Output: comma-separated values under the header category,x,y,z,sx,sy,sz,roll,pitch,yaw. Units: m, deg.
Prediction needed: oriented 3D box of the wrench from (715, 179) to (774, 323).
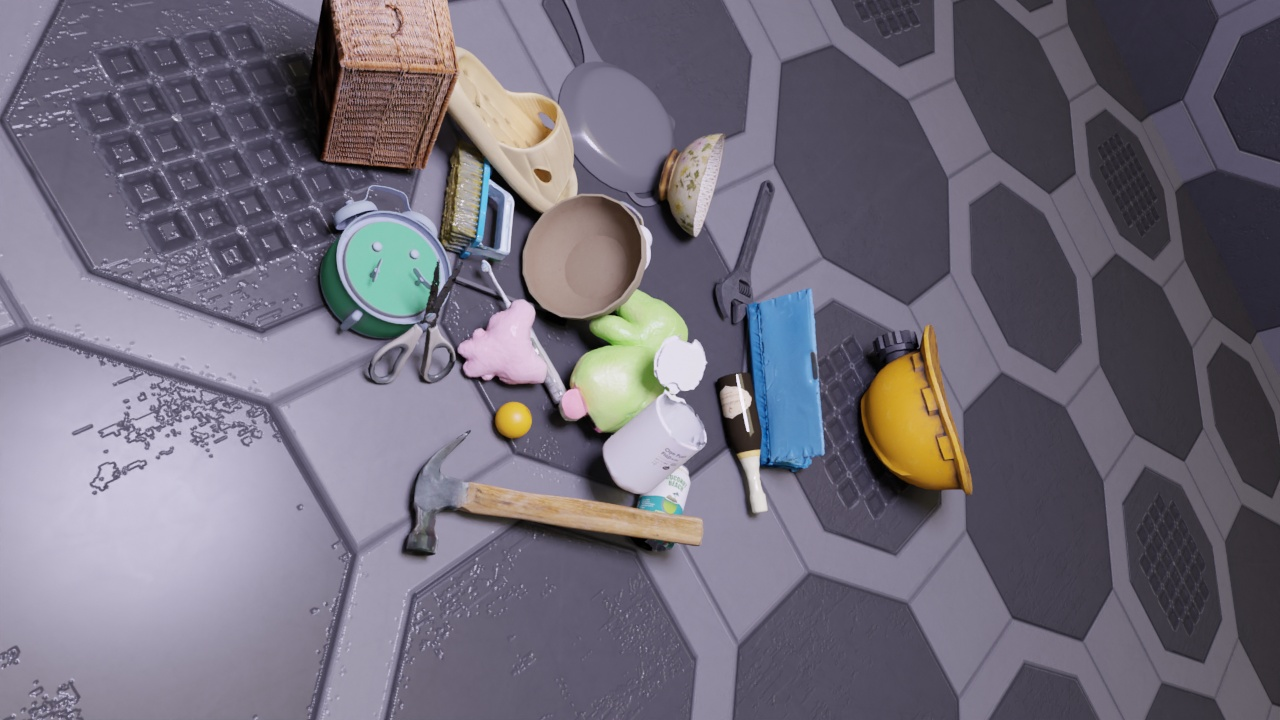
category,x,y,z,sx,sy,sz,roll,pitch,yaw
wrench,0.160,-0.166,1.341,0.073,0.018,0.272,42,52,-31

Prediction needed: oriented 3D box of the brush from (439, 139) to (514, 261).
category,x,y,z,sx,sy,sz,roll,pitch,yaw
brush,-0.184,-0.186,1.055,0.075,0.056,0.135,13,66,-29

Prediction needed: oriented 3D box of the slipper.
category,x,y,z,sx,sy,sz,roll,pitch,yaw
slipper,-0.132,-0.262,1.056,0.261,0.079,0.111,42,44,-47

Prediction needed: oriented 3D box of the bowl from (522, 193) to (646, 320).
category,x,y,z,sx,sy,sz,roll,pitch,yaw
bowl,-0.060,-0.117,1.088,0.050,0.152,0.152,34,48,-68

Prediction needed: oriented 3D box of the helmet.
category,x,y,z,sx,sy,sz,roll,pitch,yaw
helmet,0.398,0.085,1.364,0.205,0.131,0.255,36,42,-61

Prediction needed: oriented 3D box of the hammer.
category,x,y,z,sx,sy,sz,roll,pitch,yaw
hammer,-0.082,0.162,0.995,0.330,0.033,0.132,13,62,-22

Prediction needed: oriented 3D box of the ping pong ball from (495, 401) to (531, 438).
category,x,y,z,sx,sy,sz,roll,pitch,yaw
ping pong ball,-0.140,0.066,1.013,0.040,0.040,0.040,14,67,-34

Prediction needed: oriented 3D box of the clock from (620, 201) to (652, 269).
category,x,y,z,sx,sy,sz,roll,pitch,yaw
clock,-0.029,-0.150,1.169,0.089,0.052,0.125,33,54,-23

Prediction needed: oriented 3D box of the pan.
category,x,y,z,sx,sy,sz,roll,pitch,yaw
pan,-0.046,-0.380,1.252,0.215,0.024,0.354,-19,87,-40

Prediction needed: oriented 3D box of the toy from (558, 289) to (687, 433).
category,x,y,z,sx,sy,sz,roll,pitch,yaw
toy,-0.007,0.006,1.099,0.150,0.107,0.196,40,49,-37

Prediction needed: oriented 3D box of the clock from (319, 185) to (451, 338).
category,x,y,z,sx,sy,sz,roll,pitch,yaw
clock,-0.263,-0.108,0.954,0.121,0.076,0.161,8,69,-36

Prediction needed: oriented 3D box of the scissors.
category,x,y,z,sx,sy,sz,roll,pitch,yaw
scissors,-0.212,-0.032,0.934,0.012,0.165,0.150,54,6,35

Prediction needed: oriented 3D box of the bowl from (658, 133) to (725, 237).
category,x,y,z,sx,sy,sz,roll,pitch,yaw
bowl,0.064,-0.244,1.245,0.063,0.145,0.144,16,58,9

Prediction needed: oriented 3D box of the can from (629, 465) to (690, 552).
category,x,y,z,sx,sy,sz,roll,pitch,yaw
can,0.024,0.173,1.094,0.055,0.055,0.101,33,57,-25

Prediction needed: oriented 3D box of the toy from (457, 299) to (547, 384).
category,x,y,z,sx,sy,sz,roll,pitch,yaw
toy,-0.155,-0.011,1.020,0.095,0.053,0.099,-17,105,-21

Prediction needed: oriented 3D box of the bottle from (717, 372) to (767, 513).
category,x,y,z,sx,sy,sz,roll,pitch,yaw
bottle,0.140,0.110,1.212,0.045,0.046,0.184,-1,75,-38

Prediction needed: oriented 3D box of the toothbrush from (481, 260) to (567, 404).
category,x,y,z,sx,sy,sz,roll,pitch,yaw
toothbrush,-0.134,-0.034,1.057,0.185,0.022,0.024,62,20,-10

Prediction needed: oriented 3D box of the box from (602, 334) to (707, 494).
category,x,y,z,sx,sy,sz,roll,pitch,yaw
box,0.022,0.059,1.022,0.084,0.147,0.136,28,36,-32

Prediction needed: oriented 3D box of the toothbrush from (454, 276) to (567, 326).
category,x,y,z,sx,sy,sz,roll,pitch,yaw
toothbrush,-0.155,-0.073,1.068,0.167,0.013,0.013,21,71,-31

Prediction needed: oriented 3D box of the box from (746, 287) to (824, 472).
category,x,y,z,sx,sy,sz,roll,pitch,yaw
box,0.219,0.028,1.250,0.094,0.112,0.231,14,68,-44

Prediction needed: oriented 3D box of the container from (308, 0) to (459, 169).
category,x,y,z,sx,sy,sz,roll,pitch,yaw
container,-0.266,-0.291,0.936,0.112,0.199,0.113,-5,73,-27
